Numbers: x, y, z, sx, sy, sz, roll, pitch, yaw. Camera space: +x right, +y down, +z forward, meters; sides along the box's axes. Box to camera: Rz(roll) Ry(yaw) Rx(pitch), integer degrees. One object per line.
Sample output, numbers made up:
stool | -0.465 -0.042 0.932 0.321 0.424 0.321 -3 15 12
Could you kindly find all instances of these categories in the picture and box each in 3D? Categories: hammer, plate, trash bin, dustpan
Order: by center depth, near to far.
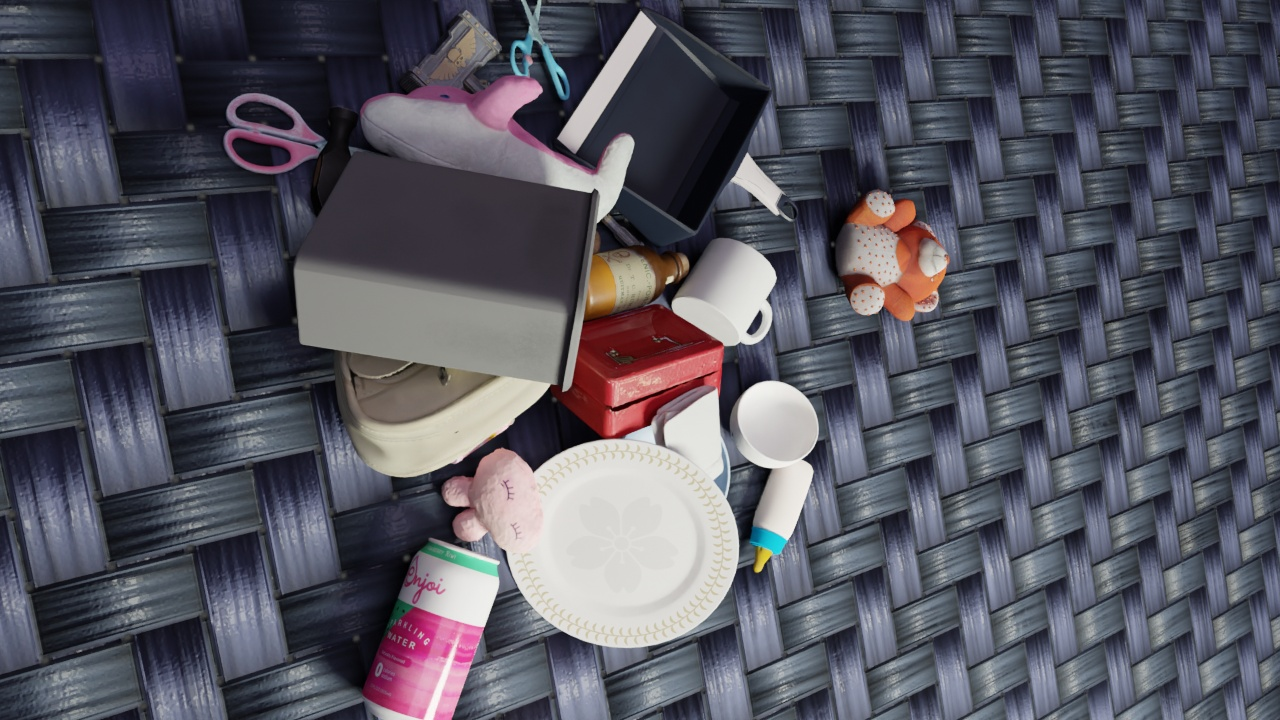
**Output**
trash bin | -0.155 -0.082 0.784 0.220 0.098 0.191 9 41 -5
hammer | -0.178 -0.148 0.945 0.305 0.040 0.132 12 84 -31
plate | -0.019 0.192 0.960 0.242 0.016 0.243 1 108 3
hammer | -0.104 -0.220 0.994 0.322 0.044 0.098 43 68 -24
dustpan | 0.070 -0.246 1.053 0.273 0.080 0.235 41 62 -27

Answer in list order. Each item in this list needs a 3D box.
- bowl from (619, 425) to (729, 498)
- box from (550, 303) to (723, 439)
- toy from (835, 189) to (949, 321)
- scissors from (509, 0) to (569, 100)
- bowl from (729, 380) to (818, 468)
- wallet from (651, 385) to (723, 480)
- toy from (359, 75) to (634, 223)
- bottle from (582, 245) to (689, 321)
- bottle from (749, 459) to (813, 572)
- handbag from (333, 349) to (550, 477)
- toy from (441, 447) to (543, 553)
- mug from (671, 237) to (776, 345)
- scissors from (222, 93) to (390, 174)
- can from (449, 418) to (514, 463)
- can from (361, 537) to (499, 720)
bowl | 0.018 0.125 1.025 0.150 0.075 0.150 2 86 -29
box | -0.005 0.004 0.974 0.158 0.129 0.087 -19 124 -30
toy | 0.341 -0.133 1.216 0.172 0.093 0.163 6 83 -31
scissors | -0.106 -0.336 0.995 0.126 0.015 0.135 43 46 -46
bowl | 0.156 0.081 1.109 0.104 0.054 0.104 7 67 -16
wallet | 0.050 0.088 0.966 0.086 0.032 0.116 -27 125 -32
toy | -0.142 -0.212 0.896 0.265 0.187 0.127 17 39 -30
bottle | -0.013 -0.091 1.014 0.156 0.068 0.068 -17 96 -34
bottle | 0.166 0.189 1.121 0.051 0.051 0.146 31 73 -25
handbag | -0.176 -0.019 0.857 0.228 0.132 0.184 -19 59 -24
toy | -0.148 0.144 0.920 0.053 0.105 0.108 -41 116 -63
mug | 0.108 -0.070 1.077 0.121 0.091 0.090 41 69 -21
scissors | -0.309 -0.208 0.887 0.174 0.017 0.076 6 85 -29
can | -0.176 0.057 0.920 0.076 0.067 0.067 -35 105 -27
can | -0.199 0.262 0.884 0.088 0.088 0.165 26 75 -27
